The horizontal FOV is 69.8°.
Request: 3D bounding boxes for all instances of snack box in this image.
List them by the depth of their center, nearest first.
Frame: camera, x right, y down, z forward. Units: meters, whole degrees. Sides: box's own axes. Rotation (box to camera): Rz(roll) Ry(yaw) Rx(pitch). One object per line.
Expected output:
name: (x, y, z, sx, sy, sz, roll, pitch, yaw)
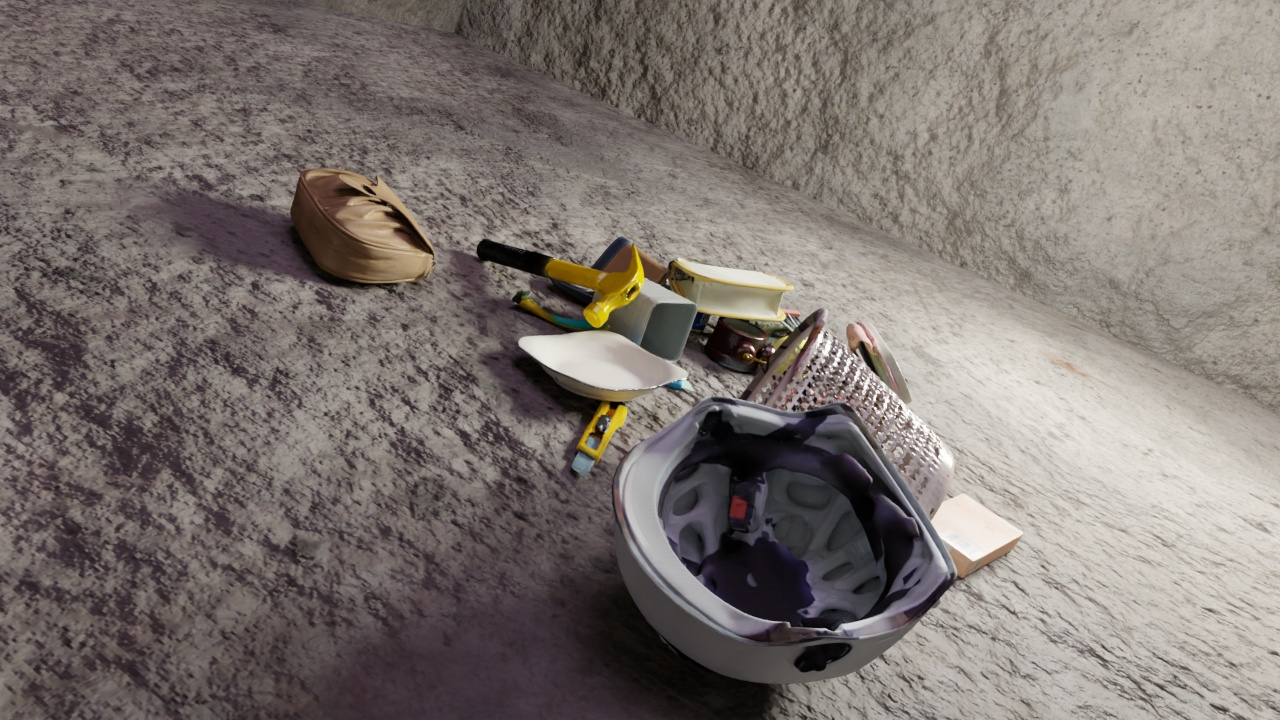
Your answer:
snack box: (0.367, 0.197, 1.046, 0.084, 0.026, 0.157, 37, 25, 34)

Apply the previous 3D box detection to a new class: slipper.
slipper: (0.353, 0.008, 1.394, 0.054, 0.114, 0.274, -22, 14, 8)

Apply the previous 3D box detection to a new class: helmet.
helmet: (0.093, 0.152, 0.711, 0.258, 0.146, 0.229, -8, 46, -23)

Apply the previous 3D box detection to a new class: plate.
plate: (-0.045, 0.010, 1.059, 0.163, 0.034, 0.164, -7, 26, -44)

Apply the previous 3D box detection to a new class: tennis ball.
tennis ball: (0.220, -0.003, 1.330, 0.065, 0.066, 0.065, 19, 21, -8)

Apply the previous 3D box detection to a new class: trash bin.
trash bin: (0.184, 0.093, 0.896, 0.192, 0.228, 0.227, 36, 22, 1)

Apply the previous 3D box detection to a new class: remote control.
remote control: (-0.070, -0.092, 1.318, 0.136, 0.024, 0.053, 24, 23, 9)

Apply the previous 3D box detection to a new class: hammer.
hammer: (-0.116, -0.123, 1.227, 0.301, 0.033, 0.128, 19, 53, 40)

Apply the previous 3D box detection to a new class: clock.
clock: (0.145, -0.019, 1.306, 0.082, 0.055, 0.122, 4, 25, -40)

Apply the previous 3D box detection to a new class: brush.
brush: (0.180, -0.060, 1.430, 0.145, 0.063, 0.069, 4, 39, -35)

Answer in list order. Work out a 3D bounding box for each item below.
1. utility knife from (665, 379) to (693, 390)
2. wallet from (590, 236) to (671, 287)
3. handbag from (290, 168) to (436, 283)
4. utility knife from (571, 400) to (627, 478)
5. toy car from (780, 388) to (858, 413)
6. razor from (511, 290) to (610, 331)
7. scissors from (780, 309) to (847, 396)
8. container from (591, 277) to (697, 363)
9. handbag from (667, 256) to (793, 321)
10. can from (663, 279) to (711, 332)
utility knife: (-0.007, 0.007, 1.152, 0.162, 0.018, 0.034, 20, 34, -9)
wallet: (-0.018, -0.125, 1.367, 0.115, 0.090, 0.033, 38, -2, 36)
handbag: (-0.345, -0.172, 1.137, 0.147, 0.100, 0.204, 7, 29, -41)
utility knife: (-0.041, 0.076, 0.953, 0.033, 0.015, 0.192, 20, 21, 3)
toy car: (0.216, 0.060, 1.162, 0.120, 0.045, 0.052, 6, 30, 13)
razor: (-0.102, -0.059, 1.199, 0.132, 0.028, 0.043, 20, 7, 9)
scissors: (0.269, -0.007, 1.389, 0.178, 0.014, 0.159, 29, 30, -26)
container: (-0.003, -0.060, 1.221, 0.090, 0.090, 0.114, -1, 28, -46)
handbag: (0.120, -0.112, 1.370, 0.163, 0.063, 0.178, 6, 19, -22)
can: (0.045, -0.099, 1.411, 0.148, 0.049, 0.074, 32, 24, 23)
